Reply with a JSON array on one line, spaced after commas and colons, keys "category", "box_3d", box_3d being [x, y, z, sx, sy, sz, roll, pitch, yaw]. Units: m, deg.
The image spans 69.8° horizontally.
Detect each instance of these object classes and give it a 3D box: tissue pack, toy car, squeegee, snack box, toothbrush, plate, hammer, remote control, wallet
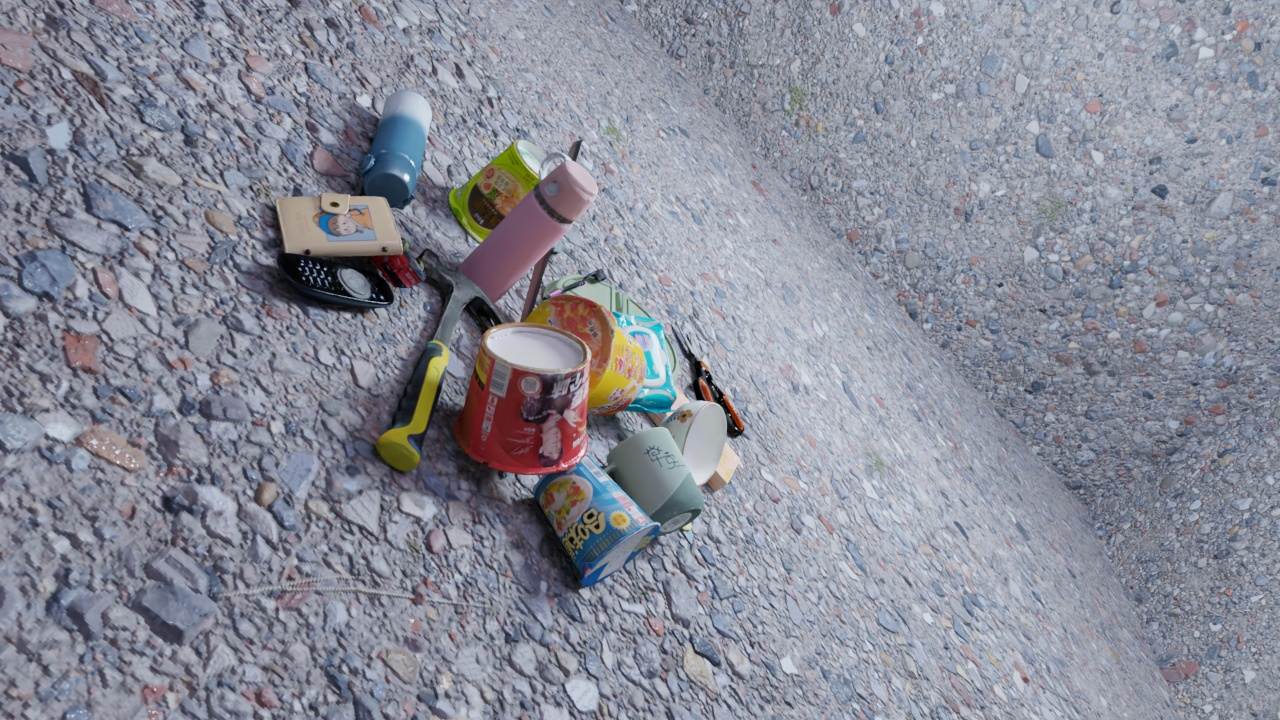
[{"category": "tissue pack", "box_3d": [-0.007, 0.007, 1.174, 0.093, 0.050, 0.133, 5, 64, -37]}, {"category": "toy car", "box_3d": [-0.277, -0.127, 0.996, 0.120, 0.045, 0.053, 54, -8, 30]}, {"category": "squeegee", "box_3d": [-0.127, -0.163, 1.248, 0.040, 0.247, 0.249, 16, 3, -3]}, {"category": "snack box", "box_3d": [0.073, 0.104, 1.290, 0.157, 0.026, 0.084, 48, 26, -2]}, {"category": "toothbrush", "box_3d": [-0.087, -0.102, 1.260, 0.018, 0.014, 0.188, 52, 27, 1]}, {"category": "plate", "box_3d": [-0.035, -0.040, 1.283, 0.230, 0.028, 0.229, 31, 28, -20]}, {"category": "hammer", "box_3d": [-0.211, 0.000, 0.954, 0.126, 0.032, 0.322, 38, 26, -22]}, {"category": "remote control", "box_3d": [-0.304, -0.075, 0.911, 0.136, 0.024, 0.053, 11, 42, -57]}, {"category": "wallet", "box_3d": [-0.310, -0.139, 0.942, 0.115, 0.024, 0.087, -6, 55, -25]}]

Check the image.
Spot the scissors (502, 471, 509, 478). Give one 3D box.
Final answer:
[{"category": "scissors", "box_3d": [-0.140, 0.076, 0.986, 0.056, 0.017, 0.133, 42, 28, -30]}]

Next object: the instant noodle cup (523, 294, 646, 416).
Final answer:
[{"category": "instant noodle cup", "box_3d": [-0.065, 0.003, 1.085, 0.109, 0.138, 0.138, 26, 32, -56]}]

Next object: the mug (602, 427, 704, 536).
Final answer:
[{"category": "mug", "box_3d": [0.008, 0.147, 1.067, 0.111, 0.082, 0.106, -13, 62, -29]}]

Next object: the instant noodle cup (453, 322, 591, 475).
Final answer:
[{"category": "instant noodle cup", "box_3d": [-0.110, 0.033, 0.913, 0.138, 0.109, 0.137, 10, 26, -5]}]

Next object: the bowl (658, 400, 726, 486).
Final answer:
[{"category": "bowl", "box_3d": [0.059, 0.104, 1.201, 0.062, 0.113, 0.113, 14, 6, 31]}]

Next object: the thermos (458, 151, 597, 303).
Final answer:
[{"category": "thermos", "box_3d": [-0.139, -0.163, 1.107, 0.067, 0.199, 0.087, 4, 49, -56]}]

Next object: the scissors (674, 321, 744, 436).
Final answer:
[{"category": "scissors", "box_3d": [0.107, 0.033, 1.468, 0.190, 0.022, 0.228, 48, 18, -16]}]

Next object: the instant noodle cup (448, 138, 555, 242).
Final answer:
[{"category": "instant noodle cup", "box_3d": [-0.175, -0.227, 1.228, 0.111, 0.124, 0.111, 38, 27, -24]}]

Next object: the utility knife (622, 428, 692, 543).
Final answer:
[{"category": "utility knife", "box_3d": [0.025, 0.154, 1.150, 0.166, 0.018, 0.030, 54, 29, 14]}]

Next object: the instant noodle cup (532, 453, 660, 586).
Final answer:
[{"category": "instant noodle cup", "box_3d": [-0.051, 0.156, 0.935, 0.110, 0.099, 0.099, 51, 23, 20]}]

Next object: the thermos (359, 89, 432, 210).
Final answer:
[{"category": "thermos", "box_3d": [-0.302, -0.265, 1.140, 0.070, 0.070, 0.220, 35, 28, -29]}]
